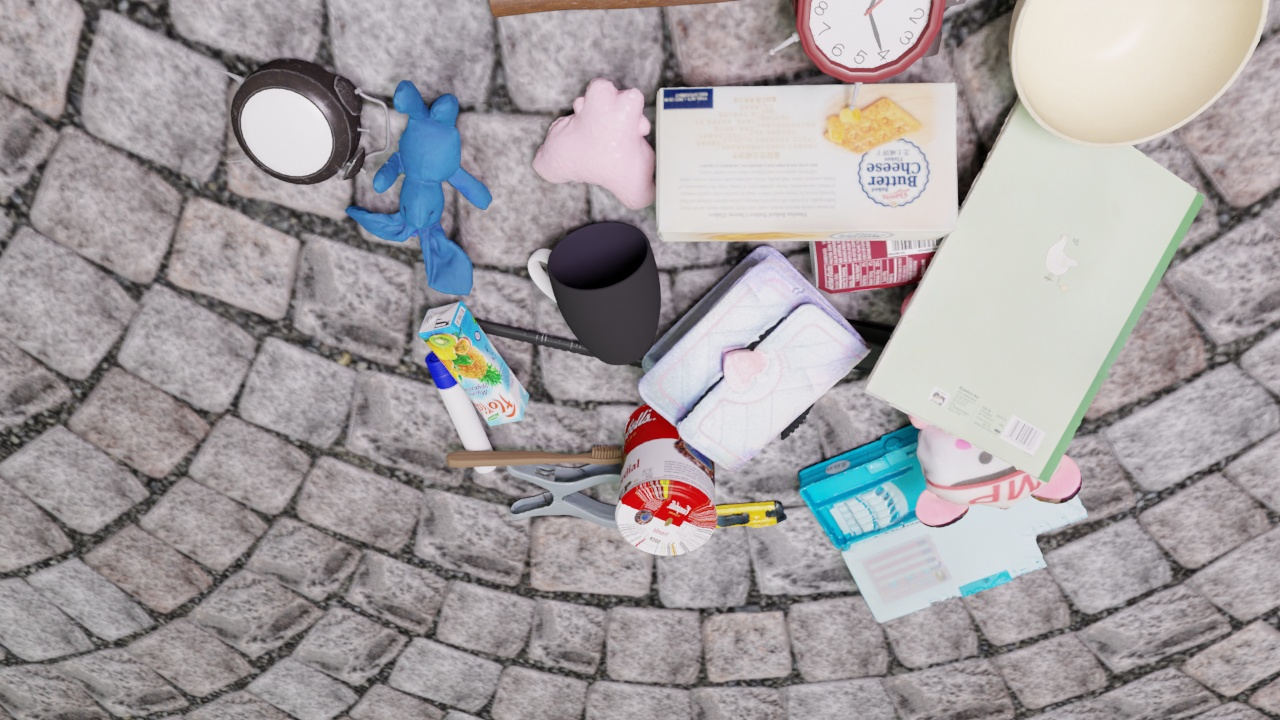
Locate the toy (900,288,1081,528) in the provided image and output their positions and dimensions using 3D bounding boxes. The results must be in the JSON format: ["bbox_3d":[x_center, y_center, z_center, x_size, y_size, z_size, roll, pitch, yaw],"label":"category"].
[{"bbox_3d":[0.280,0.032,0.749,0.142,0.084,0.213,-18,105,-4],"label":"toy"}]

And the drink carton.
[{"bbox_3d":[-0.144,0.006,0.808,0.044,0.038,0.129,-12,132,21],"label":"drink carton"}]

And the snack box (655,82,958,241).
[{"bbox_3d":[0.115,-0.139,0.656,0.208,0.057,0.104,0,88,4],"label":"snack box"}]

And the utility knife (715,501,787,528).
[{"bbox_3d":[0.065,0.161,0.927,0.163,0.017,0.030,-5,115,11],"label":"utility knife"}]

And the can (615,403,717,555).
[{"bbox_3d":[0.025,0.103,0.826,0.086,0.116,0.087,2,125,2],"label":"can"}]

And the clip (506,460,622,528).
[{"bbox_3d":[-0.051,0.117,0.896,0.163,0.027,0.108,0,124,3],"label":"clip"}]

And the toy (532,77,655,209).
[{"bbox_3d":[-0.026,-0.163,0.680,0.099,0.052,0.096,17,132,-1],"label":"toy"}]

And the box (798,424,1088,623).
[{"bbox_3d":[0.289,0.138,0.870,0.227,0.056,0.185,-25,109,20],"label":"box"}]

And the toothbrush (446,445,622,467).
[{"bbox_3d":[-0.099,0.091,0.870,0.166,0.016,0.016,0,122,-10],"label":"toothbrush"}]

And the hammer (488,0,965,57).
[{"bbox_3d":[0.057,-0.259,0.622,0.323,0.033,0.115,-1,127,6],"label":"hammer"}]

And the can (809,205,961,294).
[{"bbox_3d":[0.191,-0.088,0.712,0.114,0.063,0.063,-6,124,8],"label":"can"}]

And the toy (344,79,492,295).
[{"bbox_3d":[-0.172,-0.137,0.700,0.113,0.070,0.177,12,132,-4],"label":"toy"}]

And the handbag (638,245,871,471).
[{"bbox_3d":[0.091,0.003,0.750,0.126,0.069,0.159,43,107,-12],"label":"handbag"}]

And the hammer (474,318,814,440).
[{"bbox_3d":[-0.005,0.005,0.817,0.325,0.015,0.095,13,137,-2],"label":"hammer"}]

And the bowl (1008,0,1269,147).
[{"bbox_3d":[0.311,-0.225,0.601,0.151,0.075,0.151,1,125,2],"label":"bowl"}]

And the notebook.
[{"bbox_3d":[0.299,-0.052,0.688,0.182,0.010,0.252,26,94,-15],"label":"notebook"}]

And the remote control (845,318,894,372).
[{"bbox_3d":[0.143,-0.019,0.789,0.150,0.022,0.047,11,125,-4],"label":"remote control"}]

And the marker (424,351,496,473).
[{"bbox_3d":[-0.164,0.049,0.858,0.027,0.023,0.133,-22,124,-8],"label":"marker"}]

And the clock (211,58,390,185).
[{"bbox_3d":[-0.255,-0.177,0.692,0.123,0.043,0.091,7,125,-1],"label":"clock"}]

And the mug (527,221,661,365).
[{"bbox_3d":[-0.038,-0.052,0.752,0.119,0.084,0.100,18,144,28],"label":"mug"}]

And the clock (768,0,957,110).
[{"bbox_3d":[0.150,-0.237,0.580,0.096,0.048,0.138,28,127,-17],"label":"clock"}]
